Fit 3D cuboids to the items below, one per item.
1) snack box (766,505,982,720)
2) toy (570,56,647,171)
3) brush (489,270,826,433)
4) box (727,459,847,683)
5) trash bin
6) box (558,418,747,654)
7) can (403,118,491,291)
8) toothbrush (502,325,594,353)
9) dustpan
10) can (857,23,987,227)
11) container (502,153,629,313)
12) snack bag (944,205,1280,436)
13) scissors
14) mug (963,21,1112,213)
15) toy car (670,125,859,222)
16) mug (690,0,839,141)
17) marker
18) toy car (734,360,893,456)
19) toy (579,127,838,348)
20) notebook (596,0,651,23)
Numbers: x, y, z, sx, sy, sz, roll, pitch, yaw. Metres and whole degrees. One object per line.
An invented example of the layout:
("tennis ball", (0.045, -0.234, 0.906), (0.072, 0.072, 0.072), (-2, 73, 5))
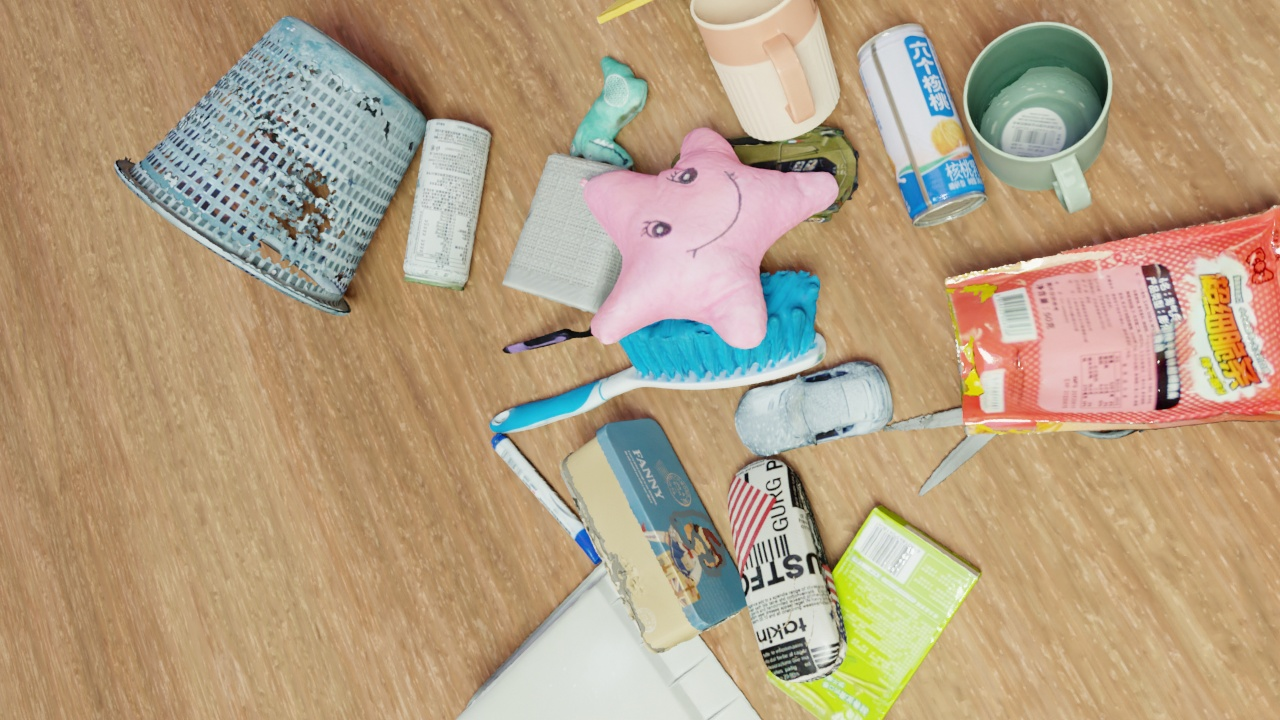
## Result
("snack box", (0.167, 0.193, 0.666), (0.086, 0.026, 0.156), (33, 102, 23))
("toy", (-0.024, -0.198, 0.768), (0.096, 0.030, 0.092), (47, 111, 34))
("brush", (-0.004, 0.004, 0.729), (0.315, 0.109, 0.060), (-9, 47, 20))
("box", (0.102, 0.150, 0.669), (0.070, 0.055, 0.164), (-44, 50, 43))
("trash bin", (-0.303, -0.182, 0.817), (0.226, 0.226, 0.195), (37, 91, 22))
("box", (0.007, 0.127, 0.711), (0.061, 0.089, 0.184), (-34, 76, 27))
("can", (-0.174, -0.139, 0.823), (0.058, 0.058, 0.147), (11, 93, 25))
("toothbrush", (-0.069, -0.020, 0.747), (0.189, 0.014, 0.016), (-11, 53, 56))
("dustpan", (-0.044, 0.329, 0.772), (0.257, 0.143, 0.222), (-35, 72, -10))
("can", (0.198, -0.166, 0.650), (0.053, 0.053, 0.134), (-20, 80, 23))
("container", (-0.041, -0.098, 0.744), (0.090, 0.090, 0.114), (18, 92, 24))
("snack bag", (0.305, -0.016, 0.576), (0.208, 0.073, 0.128), (-9, 88, 20))
("scissors", (0.262, 0.031, 0.636), (0.159, 0.014, 0.178), (22, 99, 26))
("mug", (0.261, -0.145, 0.589), (0.082, 0.106, 0.111), (-23, 78, 22))
("toy car", (0.090, -0.141, 0.709), (0.158, 0.042, 0.070), (0, 87, 28))
("mug", (0.096, -0.213, 0.649), (0.082, 0.106, 0.114), (-26, 46, 9))
("marker", (-0.081, 0.117, 0.793), (0.146, 0.016, 0.017), (45, 106, 20))
("toy car", (0.127, 0.037, 0.686), (0.121, 0.036, 0.054), (-17, 81, 26))
("toy", (0.028, -0.087, 0.651), (0.179, 0.075, 0.194), (24, 69, 19))
("notebook", (0.079, -0.303, 0.657), (0.207, 0.145, 0.010), (-11, 121, 33))
